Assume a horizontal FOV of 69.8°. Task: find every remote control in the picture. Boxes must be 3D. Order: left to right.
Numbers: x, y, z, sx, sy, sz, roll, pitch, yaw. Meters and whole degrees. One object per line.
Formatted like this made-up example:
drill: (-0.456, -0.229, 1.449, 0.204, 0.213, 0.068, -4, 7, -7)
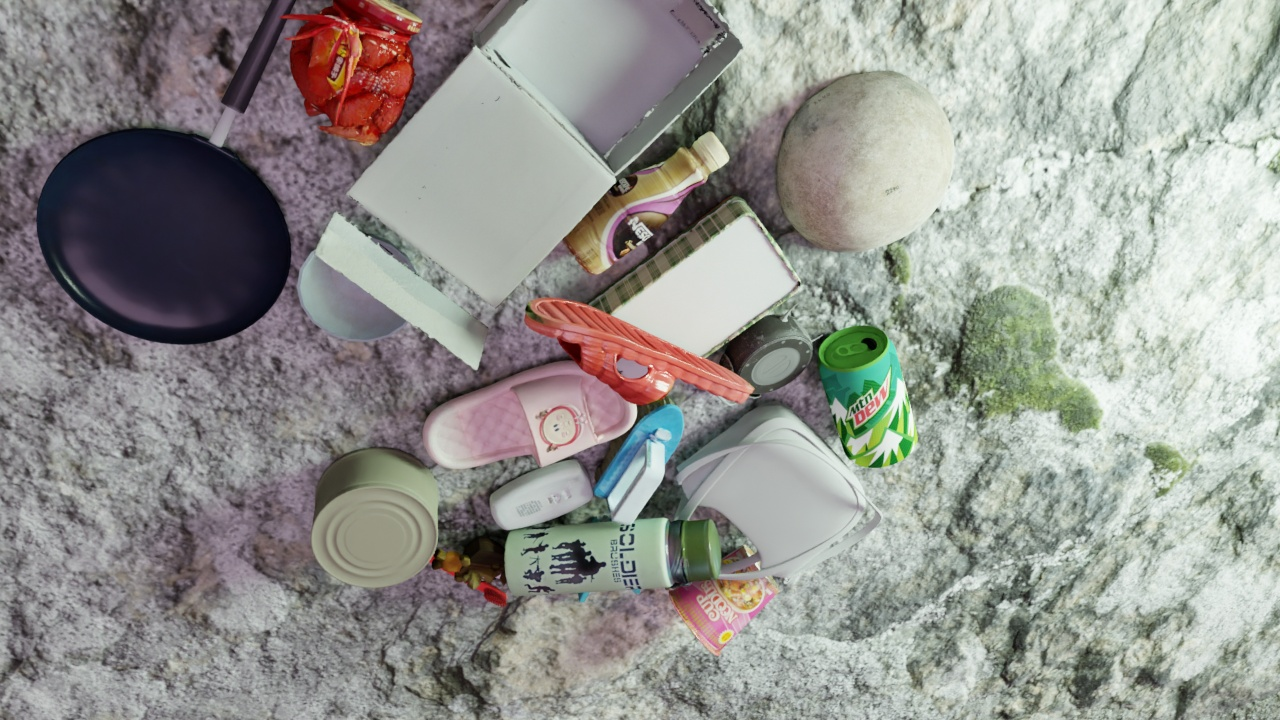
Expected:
remote control: (-0.110, 0.150, 1.014, 0.114, 0.028, 0.060, -23, 123, 1)

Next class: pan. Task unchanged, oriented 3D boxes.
pan: (-0.364, -0.163, 0.768, 0.198, 0.021, 0.357, 26, 113, -25)

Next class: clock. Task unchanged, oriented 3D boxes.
clock: (0.127, -0.006, 0.955, 0.123, 0.043, 0.091, -35, 141, 12)

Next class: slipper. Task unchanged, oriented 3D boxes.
slipper: (-0.114, 0.062, 0.944, 0.221, 0.055, 0.107, -12, 121, -4)
slipper: (-0.005, 0.005, 0.848, 0.248, 0.103, 0.059, 20, 102, -33)

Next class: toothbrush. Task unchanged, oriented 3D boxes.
toothbrush: (-0.232, 0.230, 1.042, 0.012, 0.018, 0.212, -43, 120, 14)

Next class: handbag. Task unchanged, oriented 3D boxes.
handbag: (0.134, 0.178, 1.030, 0.223, 0.095, 0.216, -42, 103, 14)

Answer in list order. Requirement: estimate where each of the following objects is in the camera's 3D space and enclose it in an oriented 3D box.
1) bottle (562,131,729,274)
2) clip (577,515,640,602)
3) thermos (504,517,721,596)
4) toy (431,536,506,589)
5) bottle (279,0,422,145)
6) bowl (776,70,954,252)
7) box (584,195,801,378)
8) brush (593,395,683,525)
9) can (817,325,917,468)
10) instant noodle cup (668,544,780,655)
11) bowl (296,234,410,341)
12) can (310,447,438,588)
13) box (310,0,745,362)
bottle: (0.006, -0.147, 0.840, 0.166, 0.059, 0.059, -35, 122, 8)
clip: (-0.049, 0.234, 1.083, 0.102, 0.027, 0.120, -7, 122, -12)
thermos: (-0.027, 0.218, 1.009, 0.231, 0.082, 0.082, -6, 123, 10)
toy: (-0.195, 0.225, 1.024, 0.100, 0.062, 0.076, 12, 137, -13)
bottle: (-0.227, -0.230, 0.716, 0.099, 0.099, 0.111, 21, 110, -23)
bowl: (0.223, -0.174, 0.862, 0.178, 0.081, 0.179, -7, 121, -11)
box: (0.047, -0.060, 0.911, 0.206, 0.051, 0.117, -37, 125, 11)
brush: (0.004, 0.104, 0.984, 0.055, 0.075, 0.136, 21, 114, -24)
can: (0.246, 0.040, 0.995, 0.083, 0.083, 0.144, -23, 123, 2)
instant noodle cup: (0.106, 0.285, 1.112, 0.108, 0.097, 0.097, -40, 121, 4)
bowl: (-0.255, -0.072, 0.838, 0.106, 0.039, 0.106, -6, 122, -9)
can: (-0.274, 0.163, 0.951, 0.127, 0.073, 0.128, -5, 116, -11)
box: (-0.092, -0.192, 0.768, 0.369, 0.098, 0.166, -46, 119, 8)
